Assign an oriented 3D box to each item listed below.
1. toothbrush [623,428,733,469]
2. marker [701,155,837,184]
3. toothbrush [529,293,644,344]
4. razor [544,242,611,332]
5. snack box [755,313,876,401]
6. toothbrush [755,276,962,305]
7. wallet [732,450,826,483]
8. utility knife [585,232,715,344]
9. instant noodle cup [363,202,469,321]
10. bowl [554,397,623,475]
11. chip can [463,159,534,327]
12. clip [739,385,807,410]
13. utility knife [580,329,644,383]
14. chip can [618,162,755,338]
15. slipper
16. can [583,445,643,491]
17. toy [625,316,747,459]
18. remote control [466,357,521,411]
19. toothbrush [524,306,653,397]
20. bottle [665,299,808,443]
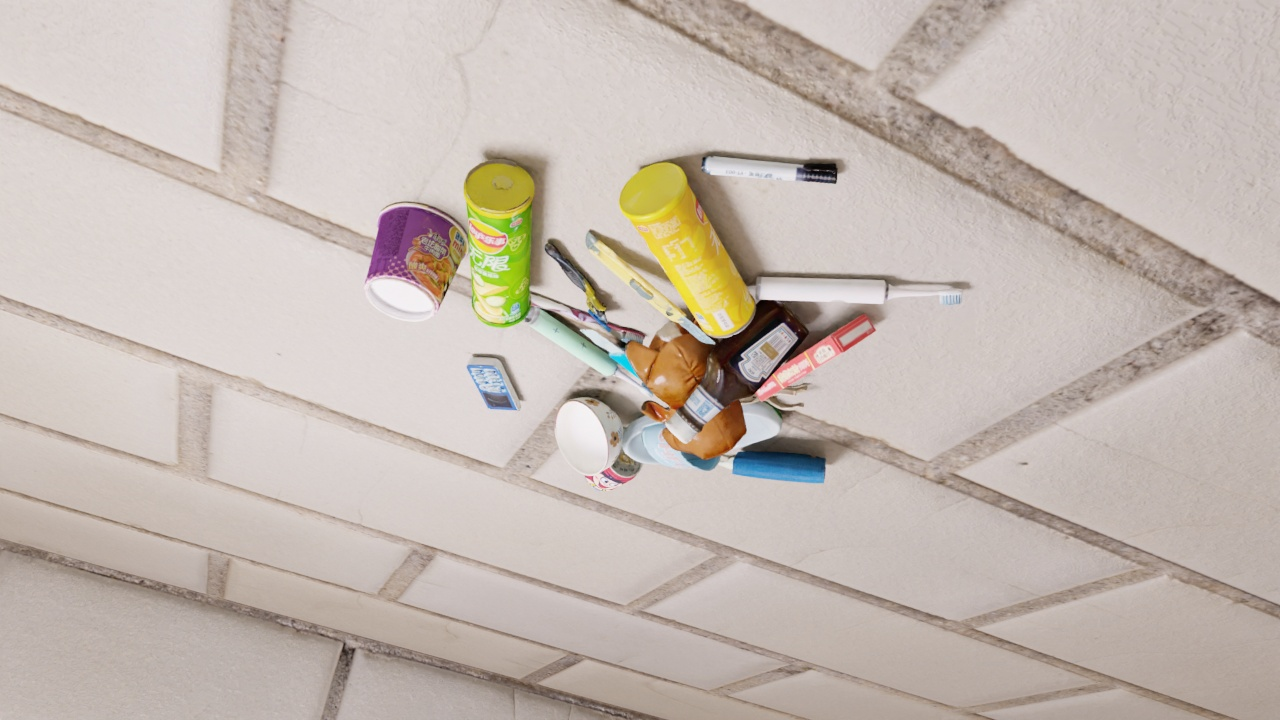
[{"bbox_3d":[0.058,0.134,1.397,0.189,0.020,0.029,16,141,-7],"label":"toothbrush"},{"bbox_3d":[0.124,-0.184,0.880,0.131,0.018,0.023,7,139,5],"label":"marker"},{"bbox_3d":[-0.081,-0.053,1.144,0.187,0.017,0.016,19,151,-14],"label":"toothbrush"},{"bbox_3d":[-0.072,-0.091,1.081,0.042,0.022,0.143,42,172,46],"label":"razor"},{"bbox_3d":[0.204,-0.001,1.092,0.025,0.075,0.153,57,141,5],"label":"snack box"},{"bbox_3d":[0.238,-0.076,1.007,0.221,0.026,0.026,3,105,12],"label":"toothbrush"},{"bbox_3d":[0.202,0.157,1.334,0.133,0.040,0.106,5,-178,11],"label":"wallet"},{"bbox_3d":[0.011,-0.079,1.043,0.195,0.020,0.031,35,154,-16],"label":"utility knife"},{"bbox_3d":[-0.258,-0.105,1.041,0.111,0.099,0.112,6,148,4],"label":"instant noodle cup"},{"bbox_3d":[-0.065,0.104,1.326,0.062,0.113,0.114,-19,171,-41],"label":"bowl"},{"bbox_3d":[-0.155,-0.119,1.013,0.072,0.072,0.222,11,148,-1],"label":"chip can"},{"bbox_3d":[0.163,0.034,1.199,0.105,0.034,0.081,7,151,21],"label":"clip"},{"bbox_3d":[-0.007,0.007,1.207,0.034,0.018,0.206,-14,143,37],"label":"utility knife"},{"bbox_3d":[0.055,-0.110,0.966,0.072,0.071,0.213,-8,144,26],"label":"chip can"},{"bbox_3d":[0.087,0.115,1.302,0.246,0.074,0.104,-17,138,31],"label":"slipper"},{"bbox_3d":[-0.042,0.161,1.415,0.066,0.066,0.094,22,152,-18],"label":"can"},{"bbox_3d":[0.061,0.026,1.141,0.140,0.130,0.200,-35,132,-7],"label":"toy"},{"bbox_3d":[-0.209,0.035,1.314,0.049,0.024,0.125,4,146,11],"label":"remote control"},{"bbox_3d":[-0.061,-0.005,1.205,0.224,0.027,0.027,35,154,-32],"label":"toothbrush"},{"bbox_3d":[0.107,0.015,1.064,0.195,0.044,0.080,-47,129,5],"label":"bottle"}]
